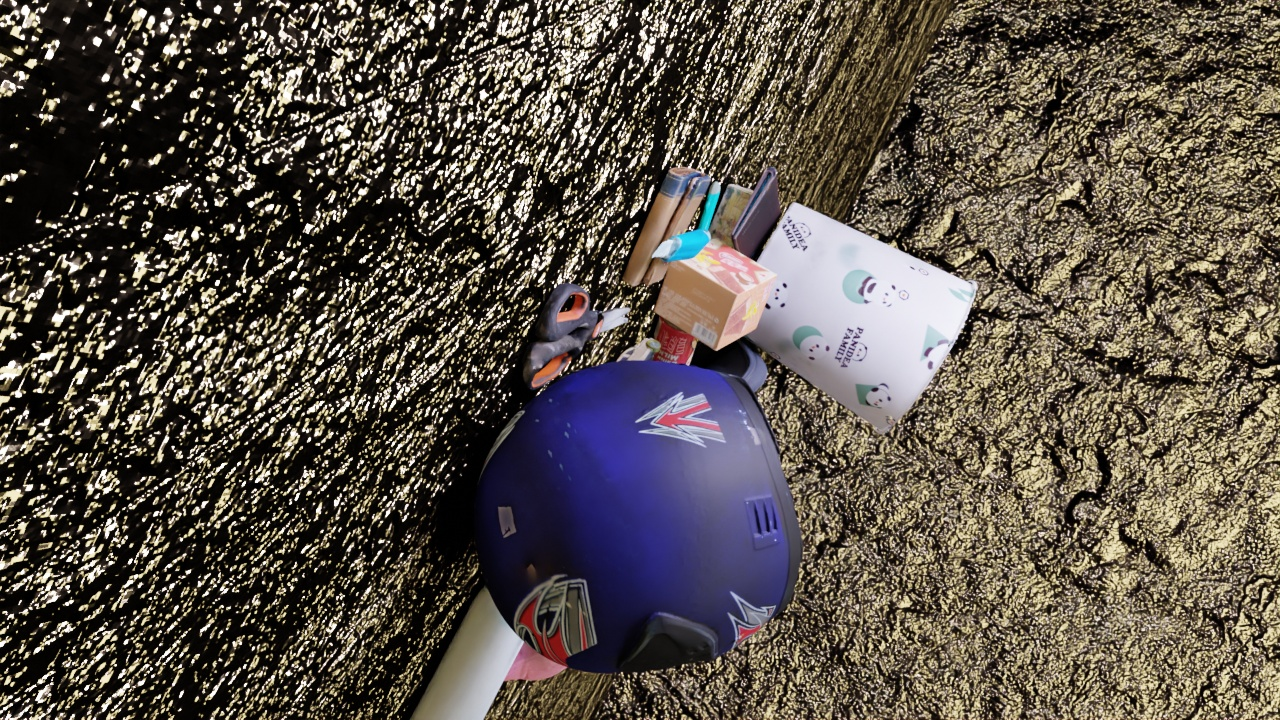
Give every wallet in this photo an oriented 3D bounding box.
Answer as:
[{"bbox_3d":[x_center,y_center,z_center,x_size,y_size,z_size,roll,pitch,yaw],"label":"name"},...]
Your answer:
[{"bbox_3d":[0.139,-0.166,1.104,0.096,0.020,0.122,-62,163,-7],"label":"wallet"},{"bbox_3d":[0.025,-0.128,0.881,0.115,0.033,0.090,-64,170,19],"label":"wallet"}]

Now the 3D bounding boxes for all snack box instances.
[{"bbox_3d":[0.086,-0.078,1.053,0.094,0.093,0.077,-28,144,-49],"label":"snack box"},{"bbox_3d":[0.116,-0.136,1.209,0.183,0.046,0.177,-66,168,13],"label":"snack box"}]

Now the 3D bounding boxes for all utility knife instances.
[{"bbox_3d":[0.060,-0.115,1.094,0.029,0.013,0.224,-44,156,-53],"label":"utility knife"},{"bbox_3d":[0.036,-0.105,0.841,0.034,0.018,0.194,-48,176,15],"label":"utility knife"}]

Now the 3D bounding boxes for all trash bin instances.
[{"bbox_3d":[0.260,-0.064,1.194,0.229,0.252,0.230,-60,176,-8],"label":"trash bin"}]

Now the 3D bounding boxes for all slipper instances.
[{"bbox_3d":[0.100,-0.011,1.253,0.111,0.083,0.268,-40,-165,5],"label":"slipper"}]

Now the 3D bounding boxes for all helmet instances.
[{"bbox_3d":[-0.015,0.145,0.772,0.240,0.247,0.316,-16,145,-10],"label":"helmet"}]

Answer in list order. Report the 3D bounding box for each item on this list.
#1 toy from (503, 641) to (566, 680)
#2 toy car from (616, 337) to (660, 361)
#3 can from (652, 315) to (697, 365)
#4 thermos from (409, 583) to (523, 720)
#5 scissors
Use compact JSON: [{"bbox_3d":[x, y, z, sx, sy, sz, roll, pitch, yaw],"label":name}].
[{"bbox_3d":[-0.112,0.330,1.094,0.179,0.074,0.194,-28,176,25],"label":"toy"},{"bbox_3d":[-0.006,0.006,1.020,0.090,0.035,0.042,-49,163,-51],"label":"toy car"},{"bbox_3d":[0.036,-0.006,1.128,0.053,0.053,0.133,-50,162,-47],"label":"can"},{"bbox_3d":[-0.161,0.301,0.913,0.224,0.073,0.073,-62,168,-7],"label":"thermos"},{"bbox_3d":[-0.039,-0.041,0.807,0.234,0.022,0.143,-47,160,-52],"label":"scissors"}]
